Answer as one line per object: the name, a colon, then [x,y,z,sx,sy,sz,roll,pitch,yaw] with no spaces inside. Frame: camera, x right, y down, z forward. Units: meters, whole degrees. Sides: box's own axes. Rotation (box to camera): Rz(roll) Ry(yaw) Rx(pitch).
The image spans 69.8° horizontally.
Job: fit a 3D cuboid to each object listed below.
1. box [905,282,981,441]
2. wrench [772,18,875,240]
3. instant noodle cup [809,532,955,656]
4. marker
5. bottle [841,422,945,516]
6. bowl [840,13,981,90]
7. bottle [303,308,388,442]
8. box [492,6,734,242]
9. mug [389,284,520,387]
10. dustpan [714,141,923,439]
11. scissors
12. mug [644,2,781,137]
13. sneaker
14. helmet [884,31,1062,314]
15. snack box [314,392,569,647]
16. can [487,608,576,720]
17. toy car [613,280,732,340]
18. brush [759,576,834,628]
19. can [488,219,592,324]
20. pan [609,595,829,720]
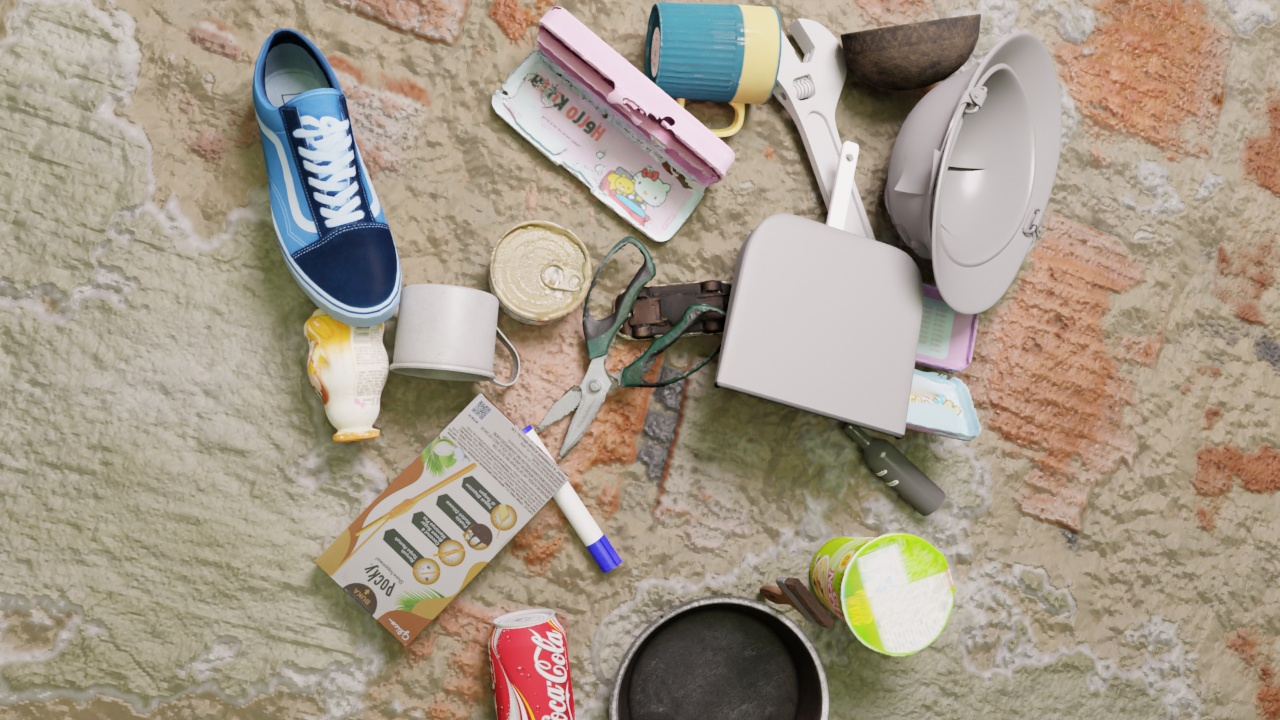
box: [0.195,-0.012,0.801,0.214,0.049,0.149,13,63,-10]
wrench: [0.186,-0.184,0.858,0.086,0.018,0.273,-23,94,-25]
instant noodle cup: [0.198,0.193,0.791,0.099,0.108,0.099,1,85,-12]
marker: [-0.063,0.119,0.789,0.020,0.020,0.141,-34,93,-12]
bottle: [0.229,0.095,0.844,0.113,0.030,0.030,42,79,-6]
bowl: [0.246,-0.276,0.834,0.121,0.121,0.056,-12,107,-12]
bottle: [-0.235,0.011,0.740,0.063,0.063,0.109,-6,87,-12]
box: [-0.027,-0.196,0.792,0.202,0.087,0.102,38,92,-7]
mug: [-0.147,-0.018,0.757,0.113,0.084,0.070,10,80,-40]
dustpan: [0.162,-0.076,0.779,0.163,0.033,0.257,16,75,-9]
scissors: [-0.003,0.010,0.788,0.147,0.015,0.209,25,91,5]
mug: [0.061,-0.257,0.815,0.107,0.083,0.114,-1,114,-11]
sneaker: [-0.248,-0.146,0.704,0.083,0.098,0.241,-17,77,-21]
helmet: [0.278,-0.168,0.831,0.183,0.118,0.270,44,67,-38]
snack box: [-0.160,0.128,0.752,0.101,0.032,0.186,44,85,-4]
can: [-0.089,0.262,0.751,0.064,0.064,0.104,-7,87,-12]
toy car: [0.032,-0.044,0.813,0.113,0.040,0.048,-4,87,6]
brush: [0.121,0.196,0.757,0.008,0.143,0.045,-39,85,-13]
can: [-0.087,-0.074,0.786,0.086,0.043,0.086,1,86,-11]
pan: [0.002,0.344,0.771,0.356,0.055,0.187,-39,94,-4]
